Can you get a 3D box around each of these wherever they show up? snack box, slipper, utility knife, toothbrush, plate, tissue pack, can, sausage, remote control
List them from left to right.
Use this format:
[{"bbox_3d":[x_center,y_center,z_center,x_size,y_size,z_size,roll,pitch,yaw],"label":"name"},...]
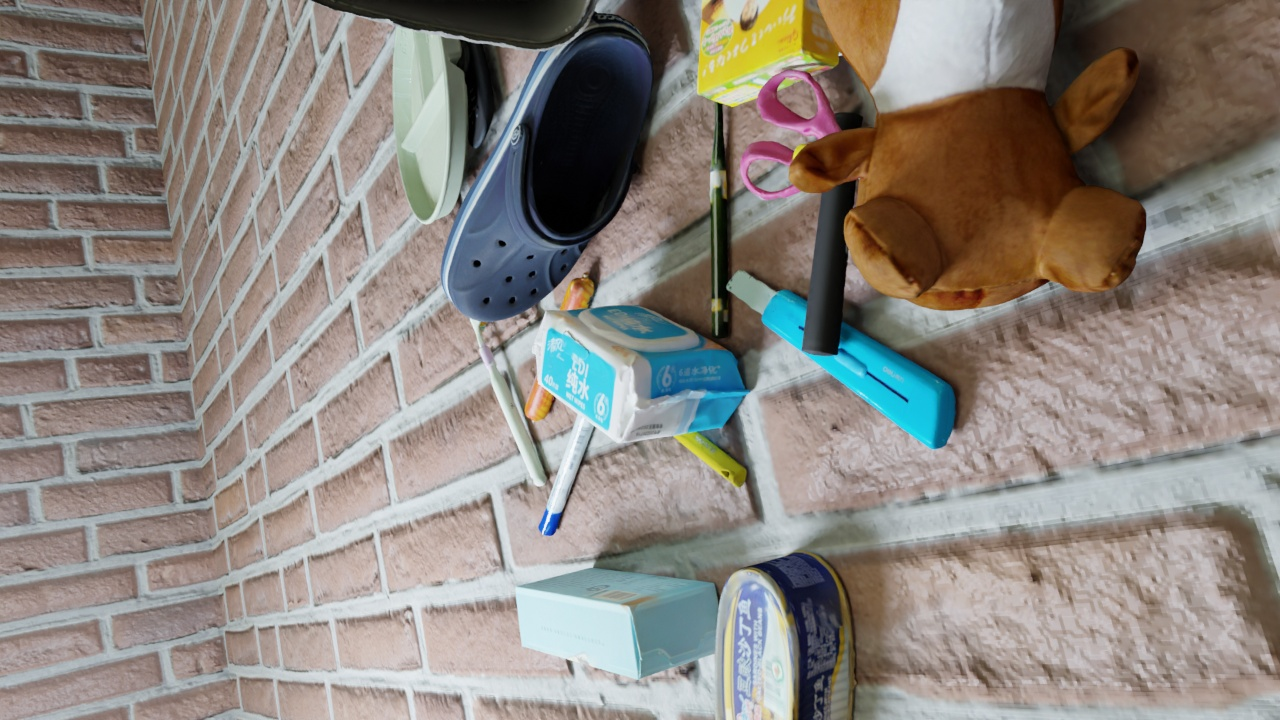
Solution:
[{"bbox_3d":[-0.210,-0.251,0.909,0.231,0.027,0.230,173,90,-65],"label":"plate"},{"bbox_3d":[-0.156,-0.263,0.857,0.053,0.024,0.136,-36,63,56],"label":"remote control"},{"bbox_3d":[-0.124,0.033,0.859,0.029,0.020,0.189,86,161,-65],"label":"toothbrush"},{"bbox_3d":[-0.070,-0.007,0.771,0.021,0.021,0.166,55,136,36],"label":"sausage"},{"bbox_3d":[-0.058,-0.122,0.669,0.253,0.105,0.095,-59,38,27],"label":"slipper"},{"bbox_3d":[-0.021,0.191,0.684,0.175,0.074,0.051,-12,84,55],"label":"snack box"},{"bbox_3d":[-0.004,0.004,0.620,0.140,0.089,0.063,31,120,50],"label":"tissue pack"},{"bbox_3d":[0.011,0.041,0.667,0.190,0.016,0.016,35,123,47],"label":"toothbrush"},{"bbox_3d":[0.049,-0.107,0.598,0.017,0.012,0.186,9,102,60],"label":"toothbrush"},{"bbox_3d":[0.073,-0.223,0.513,0.087,0.033,0.140,-1,86,55],"label":"snack box"},{"bbox_3d":[0.085,0.192,0.554,0.075,0.049,0.148,13,105,54],"label":"can"},{"bbox_3d":[0.106,-0.011,0.525,0.185,0.018,0.034,41,127,46],"label":"utility knife"}]

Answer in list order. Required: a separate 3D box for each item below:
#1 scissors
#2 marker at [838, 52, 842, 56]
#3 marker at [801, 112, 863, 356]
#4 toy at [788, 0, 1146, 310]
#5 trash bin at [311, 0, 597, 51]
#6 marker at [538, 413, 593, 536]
[{"bbox_3d":[0.115,-0.110,0.470,0.138,0.017,0.077,19,113,30],"label":"scissors"},{"bbox_3d":[0.106,-0.174,0.502,0.145,0.017,0.017,7,100,55],"label":"marker"},{"bbox_3d":[0.104,-0.068,0.500,0.020,0.022,0.132,-54,-30,-89],"label":"marker"},{"bbox_3d":[0.132,-0.122,0.388,0.130,0.140,0.199,67,-160,-81],"label":"toy"},{"bbox_3d":[-0.118,-0.334,0.609,0.219,0.198,0.199,-103,24,-62],"label":"trash bin"},{"bbox_3d":[-0.062,0.094,0.779,0.017,0.016,0.146,51,133,38],"label":"marker"}]
